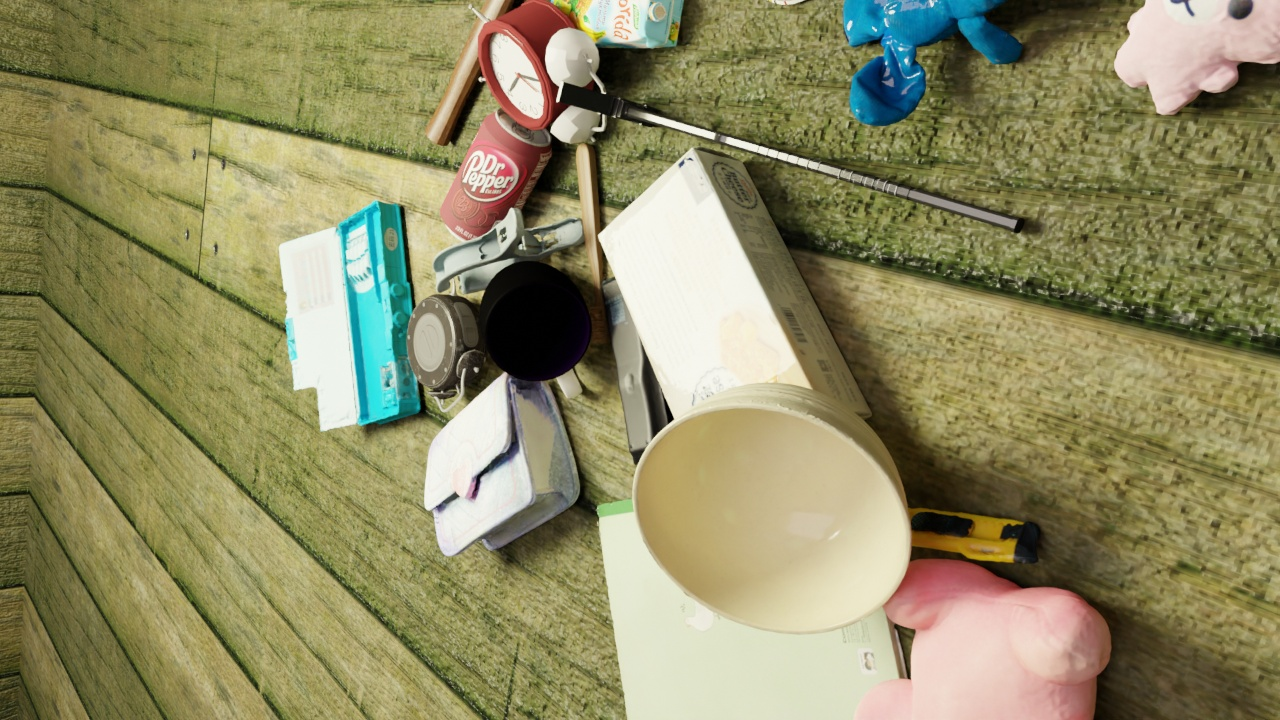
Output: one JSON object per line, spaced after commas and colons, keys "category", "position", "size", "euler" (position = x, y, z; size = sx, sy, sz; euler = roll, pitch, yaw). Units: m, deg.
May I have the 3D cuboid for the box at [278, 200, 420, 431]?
{"category": "box", "position": [-0.315, -0.041, 1.000], "size": [0.186, 0.056, 0.227], "euler": [-13, 81, 35]}

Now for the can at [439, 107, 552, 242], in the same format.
{"category": "can", "position": [-0.126, -0.157, 0.799], "size": [0.114, 0.063, 0.063], "euler": [-54, 55, 31]}

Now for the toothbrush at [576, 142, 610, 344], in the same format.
{"category": "toothbrush", "position": [-0.039, -0.096, 0.746], "size": [0.016, 0.016, 0.166], "euler": [-10, 82, 44]}

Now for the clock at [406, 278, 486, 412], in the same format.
{"category": "clock", "position": [-0.180, -0.012, 0.870], "size": [0.091, 0.043, 0.122], "euler": [-39, 65, 39]}

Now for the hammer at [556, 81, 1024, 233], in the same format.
{"category": "hammer", "position": [0.083, -0.133, 0.586], "size": [0.325, 0.094, 0.015], "euler": [27, 108, 35]}

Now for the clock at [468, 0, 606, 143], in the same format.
{"category": "clock", "position": [-0.077, -0.229, 0.729], "size": [0.137, 0.048, 0.096], "euler": [39, 151, 25]}

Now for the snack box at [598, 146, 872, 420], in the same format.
{"category": "snack box", "position": [0.056, -0.028, 0.615], "size": [0.104, 0.057, 0.207], "euler": [-38, 64, 34]}

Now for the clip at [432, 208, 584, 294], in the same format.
{"category": "clip", "position": [-0.111, -0.092, 0.800], "size": [0.164, 0.107, 0.028], "euler": [-20, 77, 48]}

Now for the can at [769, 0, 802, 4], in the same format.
{"category": "can", "position": [0.066, -0.279, 0.564], "size": [0.087, 0.116, 0.086], "euler": [1, 91, 46]}

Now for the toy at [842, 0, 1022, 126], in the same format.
{"category": "toy", "position": [0.174, -0.190, 0.493], "size": [0.177, 0.071, 0.112], "euler": [-10, 72, 45]}

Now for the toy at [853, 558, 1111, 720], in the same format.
{"category": "toy", "position": [0.180, 0.216, 0.476], "size": [0.142, 0.084, 0.213], "euler": [4, 90, 57]}

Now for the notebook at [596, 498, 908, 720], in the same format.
{"category": "notebook", "position": [0.066, 0.176, 0.646], "size": [0.253, 0.010, 0.182], "euler": [-19, 77, 44]}

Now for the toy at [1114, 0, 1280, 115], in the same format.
{"category": "toy", "position": [0.259, -0.160, 0.415], "size": [0.099, 0.052, 0.096], "euler": [57, 138, 28]}

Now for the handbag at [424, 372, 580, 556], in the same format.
{"category": "handbag", "position": [-0.133, 0.092, 0.809], "size": [0.159, 0.069, 0.126], "euler": [-36, 64, 43]}

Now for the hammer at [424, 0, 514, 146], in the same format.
{"category": "hammer", "position": [-0.121, -0.332, 0.816], "size": [0.115, 0.033, 0.324], "euler": [55, 127, 28]}

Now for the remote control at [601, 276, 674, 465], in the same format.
{"category": "remote control", "position": [-0.004, 0.004, 0.706], "size": [0.047, 0.022, 0.150], "euler": [-21, 76, 44]}

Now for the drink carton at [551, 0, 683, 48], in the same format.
{"category": "drink carton", "position": [-0.021, -0.265, 0.708], "size": [0.129, 0.038, 0.044], "euler": [21, 105, 45]}

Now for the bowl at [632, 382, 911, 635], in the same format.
{"category": "bowl", "position": [0.078, 0.072, 0.517], "size": [0.151, 0.075, 0.151], "euler": [10, 120, 17]}

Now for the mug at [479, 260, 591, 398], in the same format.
{"category": "mug", "position": [-0.082, -0.026, 0.749], "size": [0.119, 0.085, 0.100], "euler": [63, 178, -26]}

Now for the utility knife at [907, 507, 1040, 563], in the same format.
{"category": "utility knife", "position": [0.150, 0.097, 0.539], "size": [0.163, 0.030, 0.017], "euler": [-2, 123, 43]}
